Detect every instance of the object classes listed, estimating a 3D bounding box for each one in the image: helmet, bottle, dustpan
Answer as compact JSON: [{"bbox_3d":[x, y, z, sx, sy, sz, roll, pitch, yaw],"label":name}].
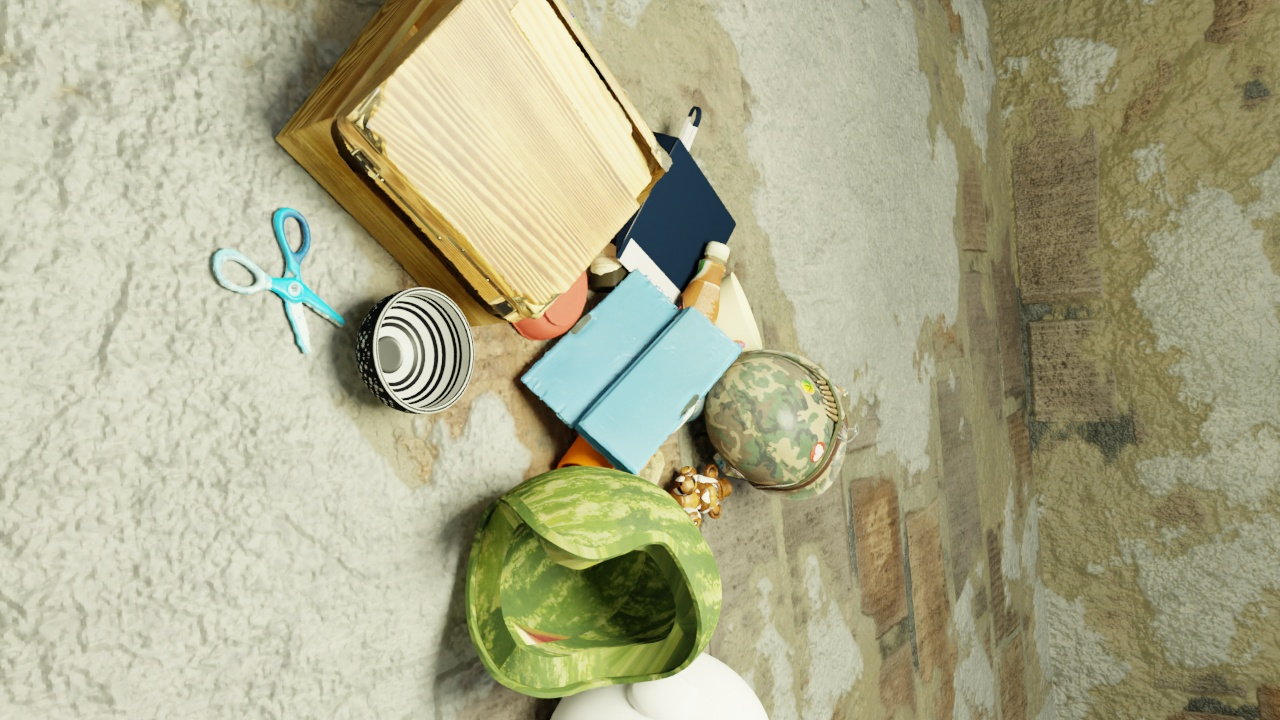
[{"bbox_3d":[-0.045,0.222,0.961,0.247,0.243,0.213,13,106,-27],"label":"helmet"},{"bbox_3d":[0.082,-0.081,1.259,0.059,0.059,0.167,25,82,-48],"label":"bottle"},{"bbox_3d":[0.194,0.092,1.308,0.224,0.193,0.235,55,20,8],"label":"helmet"},{"bbox_3d":[-0.039,-0.180,1.166,0.045,0.045,0.184,10,78,-51],"label":"bottle"},{"bbox_3d":[0.047,-0.220,1.246,0.273,0.080,0.236,-62,150,-7],"label":"dustpan"}]

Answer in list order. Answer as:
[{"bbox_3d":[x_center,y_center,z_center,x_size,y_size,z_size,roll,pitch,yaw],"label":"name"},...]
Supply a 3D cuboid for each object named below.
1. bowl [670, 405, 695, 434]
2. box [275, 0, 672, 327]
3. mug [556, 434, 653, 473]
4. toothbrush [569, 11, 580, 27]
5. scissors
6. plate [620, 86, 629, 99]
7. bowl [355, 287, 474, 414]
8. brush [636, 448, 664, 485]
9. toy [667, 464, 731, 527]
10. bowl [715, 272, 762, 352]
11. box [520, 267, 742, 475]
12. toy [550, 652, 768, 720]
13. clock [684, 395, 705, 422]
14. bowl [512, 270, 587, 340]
[{"bbox_3d":[0.008,0.034,1.142,0.061,0.118,0.117,41,55,-54],"label":"bowl"},{"bbox_3d":[-0.150,-0.199,0.893,0.279,0.221,0.258,51,51,-38],"label":"box"},{"bbox_3d":[-0.031,0.114,1.091,0.078,0.113,0.095,58,45,-27],"label":"mug"},{"bbox_3d":[-0.052,-0.370,1.195,0.187,0.015,0.016,55,42,-34],"label":"toothbrush"},{"bbox_3d":[-0.314,-0.077,0.831,0.137,0.012,0.127,41,54,-39],"label":"scissors"},{"bbox_3d":[-0.066,-0.289,1.130,0.131,0.025,0.131,-3,95,-31],"label":"plate"},{"bbox_3d":[-0.228,-0.008,0.888,0.120,0.066,0.120,8,80,-52],"label":"bowl"},{"bbox_3d":[-0.022,0.182,1.135,0.059,0.043,0.194,35,58,-6],"label":"brush"},{"bbox_3d":[0.083,0.187,1.273,0.112,0.067,0.087,-7,92,-40],"label":"toy"},{"bbox_3d":[0.119,-0.059,1.325,0.118,0.074,0.118,-21,90,-77],"label":"bowl"},{"bbox_3d":[-0.006,0.006,1.082,0.174,0.034,0.230,40,58,4],"label":"box"},{"bbox_3d":[0.027,0.462,1.015,0.262,0.266,0.281,-54,144,-37],"label":"toy"},{"bbox_3d":[0.036,0.043,1.239,0.129,0.052,0.090,0,86,-48],"label":"clock"},{"bbox_3d":[-0.100,-0.080,1.064,0.121,0.035,0.122,-21,117,-49],"label":"bowl"}]
